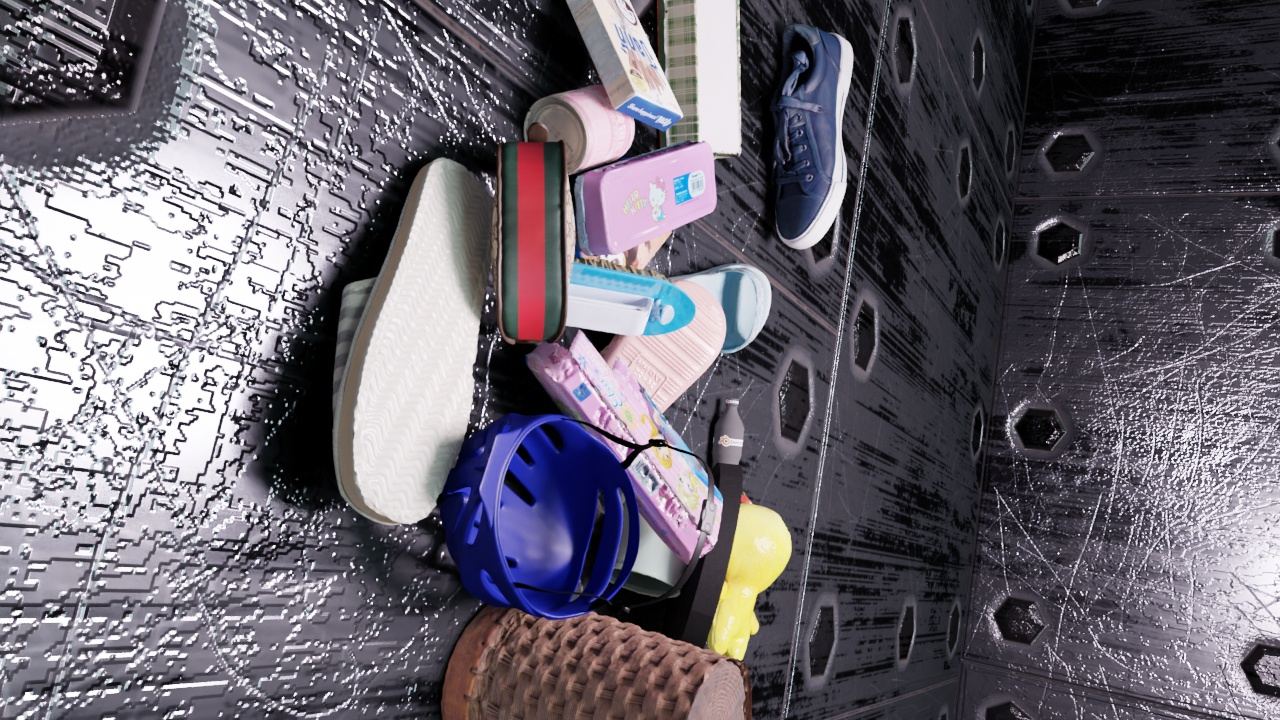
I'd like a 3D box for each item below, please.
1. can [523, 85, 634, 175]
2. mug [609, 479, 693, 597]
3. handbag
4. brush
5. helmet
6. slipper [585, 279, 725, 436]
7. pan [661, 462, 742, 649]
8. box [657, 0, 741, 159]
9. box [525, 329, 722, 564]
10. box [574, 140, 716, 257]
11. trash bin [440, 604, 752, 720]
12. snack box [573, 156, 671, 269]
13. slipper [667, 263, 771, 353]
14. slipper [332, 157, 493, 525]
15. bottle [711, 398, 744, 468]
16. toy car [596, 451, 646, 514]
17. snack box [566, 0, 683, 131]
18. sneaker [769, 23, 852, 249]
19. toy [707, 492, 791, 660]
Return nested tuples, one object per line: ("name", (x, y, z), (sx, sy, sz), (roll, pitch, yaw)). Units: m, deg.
("can", (-0.051, -0.197, 0.783), (0.076, 0.067, 0.067), (-35, 123, -51))
("mug", (0.010, 0.182, 0.937), (0.111, 0.084, 0.103), (96, 9, -62))
("handbag", (-0.086, -0.096, 0.717), (0.138, 0.063, 0.166), (144, -55, -79))
("brush", (-0.014, -0.048, 0.789), (0.135, 0.075, 0.055), (8, 116, -20))
("helmet", (-0.037, 0.124, 0.694), (0.241, 0.228, 0.147), (53, 46, -55))
("slipper", (-0.005, 0.005, 0.881), (0.093, 0.082, 0.197), (45, 78, -20))
("pan", (0.046, 0.273, 0.934), (0.226, 0.034, 0.355), (105, 1, -67))
("box", (0.064, -0.318, 0.976), (0.117, 0.050, 0.205), (-22, 113, -59))
("box", (0.000, 0.069, 0.802), (0.076, 0.085, 0.230), (-39, 110, -11))
("box", (0.008, -0.153, 0.848), (0.213, 0.036, 0.076), (-33, 122, -53))
("trash bin", (-0.033, 0.283, 0.740), (0.151, 0.210, 0.151), (-12, 105, -57))
("snack box", (-0.025, -0.120, 0.868), (0.150, 0.034, 0.087), (-55, 137, -41))
("slipper", (0.093, -0.055, 1.033), (0.244, 0.074, 0.104), (-11, 105, -56))
("slipper", (-0.158, -0.020, 0.645), (0.114, 0.054, 0.272), (44, 48, -54))
("bottle", (0.105, 0.101, 1.109), (0.036, 0.036, 0.110), (12, 84, -58))
("toy car", (-0.022, 0.114, 0.910), (0.089, 0.027, 0.039), (-58, 138, -40))
("snack box", (-0.019, -0.275, 0.797), (0.081, 0.026, 0.150), (4, 60, -58))
("sneaker", (0.198, -0.293, 1.169), (0.127, 0.121, 0.294), (10, 82, -36))
("toy", (0.123, 0.258, 1.109), (0.134, 0.092, 0.207), (49, 56, -46))
